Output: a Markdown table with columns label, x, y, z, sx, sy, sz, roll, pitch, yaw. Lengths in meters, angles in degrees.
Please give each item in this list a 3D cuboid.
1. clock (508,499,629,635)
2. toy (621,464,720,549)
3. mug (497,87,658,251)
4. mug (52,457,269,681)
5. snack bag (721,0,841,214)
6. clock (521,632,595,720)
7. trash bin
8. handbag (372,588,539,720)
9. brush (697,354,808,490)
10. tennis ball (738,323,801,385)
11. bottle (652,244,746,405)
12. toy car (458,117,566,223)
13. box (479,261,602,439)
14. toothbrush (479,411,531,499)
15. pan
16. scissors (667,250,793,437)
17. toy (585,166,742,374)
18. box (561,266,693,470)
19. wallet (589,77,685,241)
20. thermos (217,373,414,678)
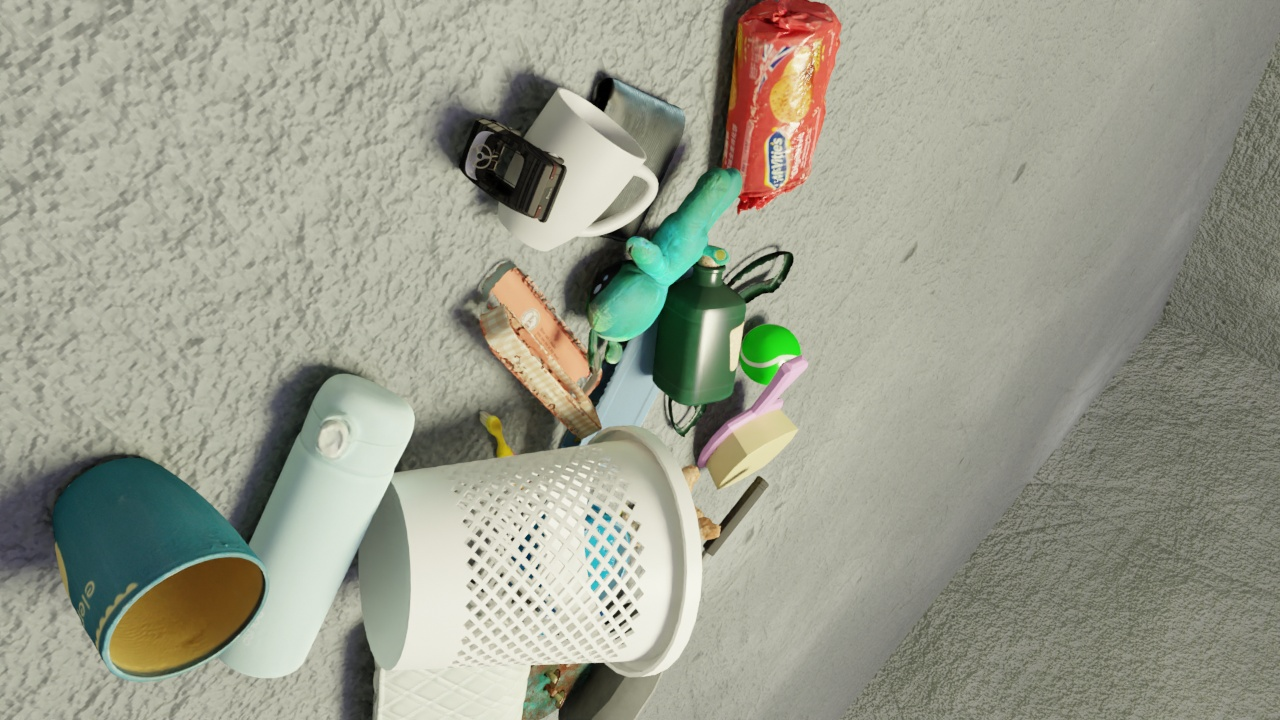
| label | x | y | z | sx | sy | sz | roll | pitch | yaw |
| --- | --- | --- | --- | --- | --- | --- | --- | --- | --- |
| clock | -0.068 | 0.204 | 0.869 | 0.116 | 0.060 | 0.161 | 10 | 97 | -53 |
| toy | 0.019 | 0.162 | 0.976 | 0.106 | 0.074 | 0.085 | -22 | 107 | -12 |
| mug | -0.039 | -0.115 | 0.613 | 0.107 | 0.071 | 0.090 | 20 | 118 | -44 |
| mug | -0.268 | 0.118 | 0.505 | 0.084 | 0.104 | 0.112 | -28 | 142 | -37 |
| snack bag | 0.111 | -0.205 | 0.736 | 0.082 | 0.082 | 0.177 | -32 | 142 | -33 |
| clock | -0.110 | 0.316 | 0.932 | 0.157 | 0.073 | 0.121 | -28 | 139 | -35 |
| trash bin | -0.092 | 0.147 | 0.682 | 0.199 | 0.195 | 0.196 | 1 | 120 | -31 |
| handbag | -0.167 | 0.286 | 0.808 | 0.138 | 0.072 | 0.195 | 0 | 124 | -22 |
| brush | 0.129 | 0.068 | 0.968 | 0.089 | 0.043 | 0.229 | -23 | 160 | -26 |
| tennis ball | 0.136 | -0.006 | 0.966 | 0.065 | 0.065 | 0.065 | -34 | 142 | -31 |
| bottle | 0.051 | -0.033 | 0.782 | 0.061 | 0.061 | 0.131 | -10 | 120 | -30 |
| toy car | -0.080 | -0.116 | 0.551 | 0.037 | 0.092 | 0.040 | 8 | 112 | -44 |
| box | -0.073 | -0.002 | 0.716 | 0.048 | 0.085 | 0.187 | -17 | 150 | 10 |
| toothbrush | -0.111 | 0.082 | 0.768 | 0.021 | 0.016 | 0.136 | -43 | 149 | -22 |
| pan | 0.021 | 0.267 | 1.002 | 0.357 | 0.041 | 0.178 | -52 | -169 | 2 |
| scissors | 0.080 | -0.024 | 0.916 | 0.201 | 0.015 | 0.202 | -33 | 140 | -24 |
| toy | 0.015 | -0.069 | 0.722 | 0.194 | 0.072 | 0.130 | -50 | 173 | 20 |
| box | -0.007 | 0.003 | 0.828 | 0.065 | 0.037 | 0.210 | 17 | 103 | -45 |
| wallet | -0.017 | -0.142 | 0.672 | 0.089 | 0.026 | 0.115 | 2 | 118 | -52 |
| thermos | -0.214 | 0.107 | 0.602 | 0.207 | 0.065 | 0.077 | -62 | 175 | 12 |
